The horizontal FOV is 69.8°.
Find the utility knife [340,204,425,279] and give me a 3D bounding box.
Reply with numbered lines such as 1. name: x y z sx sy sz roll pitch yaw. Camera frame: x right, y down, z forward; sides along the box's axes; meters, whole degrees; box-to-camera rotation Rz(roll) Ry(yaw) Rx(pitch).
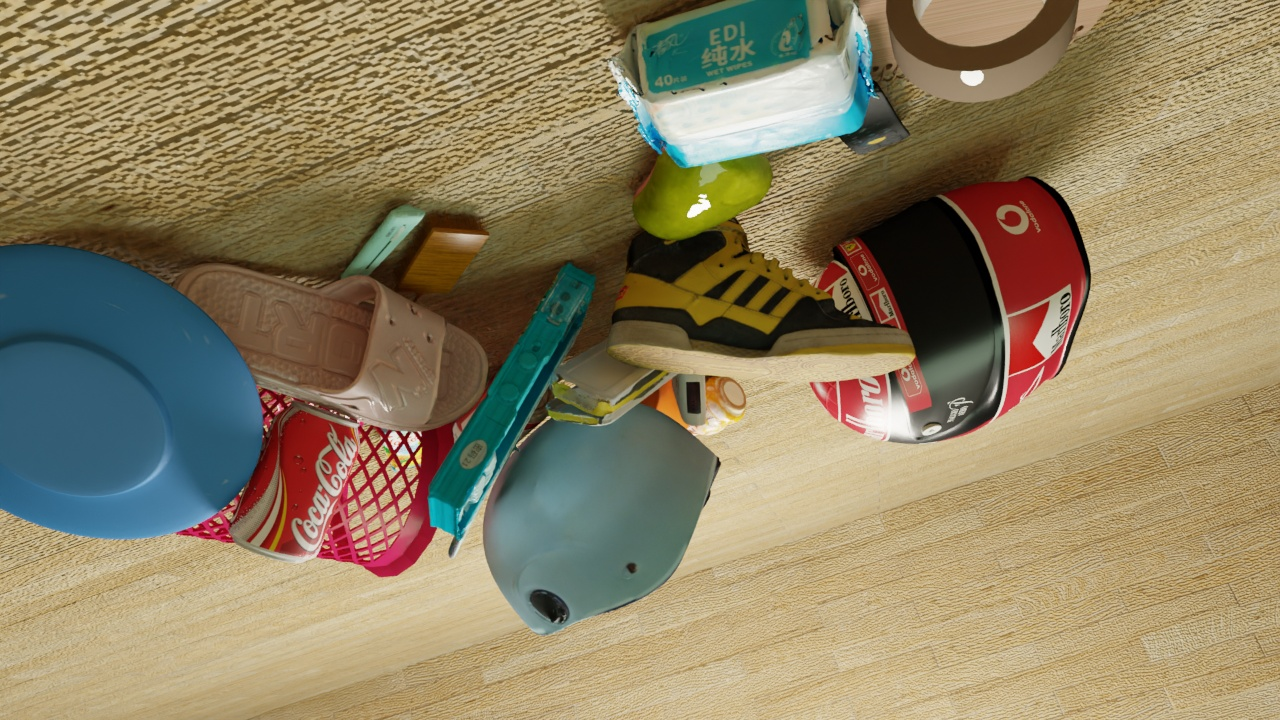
1. utility knife: -0.189 -0.076 0.648 0.022 0.015 0.121 1 156 -41

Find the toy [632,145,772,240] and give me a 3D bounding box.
1. toy: 0.037 -0.122 0.652 0.090 0.051 0.110 7 152 -42

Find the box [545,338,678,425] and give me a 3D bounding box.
1. box: -0.005 0.006 0.807 0.209 0.066 0.045 -34 137 -55

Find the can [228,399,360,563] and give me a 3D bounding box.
1. can: -0.245 0.086 0.657 0.064 0.104 0.064 20 174 2

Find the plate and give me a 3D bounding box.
1. plate: -0.361 0.034 0.586 0.224 0.024 0.225 -2 120 -3

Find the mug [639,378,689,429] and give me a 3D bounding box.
1. mug: 0.016 0.035 1.014 0.113 0.077 0.096 -50 152 7

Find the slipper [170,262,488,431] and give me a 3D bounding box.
1. slipper: -0.205 -0.011 0.650 0.239 0.094 0.065 18 153 -38

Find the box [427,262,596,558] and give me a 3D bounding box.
1. box: -0.108 0.049 0.777 0.039 0.226 0.182 27 153 1

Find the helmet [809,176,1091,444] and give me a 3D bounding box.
1. helmet: 0.259 -0.031 0.850 0.225 0.197 0.271 -18 151 3

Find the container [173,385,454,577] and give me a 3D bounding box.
1. container: -0.300 0.080 0.754 0.225 0.183 0.184 16 143 -42

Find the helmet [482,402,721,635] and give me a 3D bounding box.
1. helmet: -0.057 0.140 0.894 0.266 0.167 0.224 -41 -170 34

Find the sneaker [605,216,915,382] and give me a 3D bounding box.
1. sneaker: 0.095 -0.052 0.733 0.239 0.122 0.086 3 166 6

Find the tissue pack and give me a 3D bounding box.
1. tissue pack: 0.059 -0.163 0.528 0.145 0.061 0.093 -9 163 18

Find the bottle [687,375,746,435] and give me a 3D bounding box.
1. bottle: 0.077 0.063 1.131 0.063 0.063 0.109 5 151 -45

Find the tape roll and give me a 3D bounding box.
1. tape roll: 0.178 -0.185 0.482 0.094 0.093 0.030 -22 157 14

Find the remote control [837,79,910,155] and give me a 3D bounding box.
1. remote control: 0.157 -0.166 0.636 0.041 0.020 0.151 -18 173 23

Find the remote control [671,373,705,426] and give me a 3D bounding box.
1. remote control: 0.047 0.018 0.913 0.025 0.060 0.138 -3 -166 -2

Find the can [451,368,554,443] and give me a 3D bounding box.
1. can: -0.153 0.064 0.951 0.067 0.067 0.171 -1 154 -37

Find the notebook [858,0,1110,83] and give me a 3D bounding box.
1. notebook: 0.204 -0.232 0.541 0.210 0.022 0.169 -14 158 -9

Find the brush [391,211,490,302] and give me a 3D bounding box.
1. brush: -0.158 -0.067 0.685 0.048 0.017 0.127 -1 154 -36

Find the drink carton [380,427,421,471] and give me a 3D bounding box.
1. drink carton: -0.247 0.078 0.951 0.044 0.038 0.129 -12 158 -14
